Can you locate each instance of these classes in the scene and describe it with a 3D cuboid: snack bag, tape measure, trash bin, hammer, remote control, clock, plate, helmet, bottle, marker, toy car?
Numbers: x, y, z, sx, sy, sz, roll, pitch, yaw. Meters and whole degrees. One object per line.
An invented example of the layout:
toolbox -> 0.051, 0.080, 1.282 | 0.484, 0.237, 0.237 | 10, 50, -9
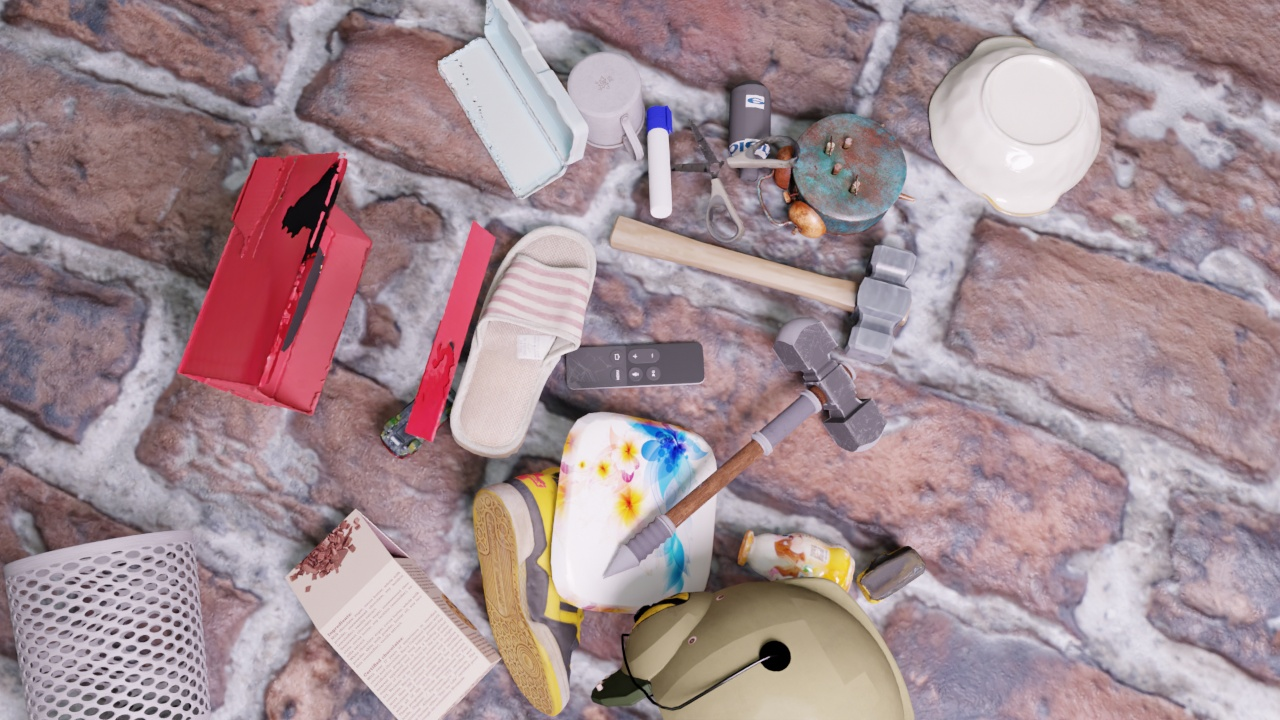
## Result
snack bag -> -0.244, 0.252, 0.895 | 0.206, 0.070, 0.094 | 44, 82, 9
tape measure -> 0.243, 0.208, 0.898 | 0.065, 0.064, 0.037 | -34, 72, 3
trash bin -> -0.491, 0.266, 0.857 | 0.156, 0.156, 0.183 | -13, 80, -2
hammer -> 0.125, -0.095, 0.977 | 0.323, 0.051, 0.117 | 16, 79, 7
remote control -> -0.006, 0.006, 0.975 | 0.146, 0.008, 0.045 | -3, 78, 1
hammer -> 0.089, 0.103, 0.885 | 0.321, 0.043, 0.156 | -38, 99, -18
clock -> 0.203, -0.193, 0.981 | 0.157, 0.073, 0.121 | -18, 78, -2
plate -> 0.003, 0.149, 0.884 | 0.186, 0.016, 0.186 | 14, 75, -34
helmet -> 0.107, 0.297, 0.773 | 0.233, 0.256, 0.250 | -30, 81, -2
bottle -> 0.152, 0.199, 0.902 | 0.109, 0.063, 0.063 | 18, 79, 6
marker -> 0.022, -0.218, 0.999 | 0.027, 0.023, 0.133 | -12, 63, 21
toy car -> -0.227, 0.062, 0.952 | 0.042, 0.036, 0.091 | 43, 70, 2
bottle -> 0.120, -0.251, 1.008 | 0.047, 0.047, 0.112 | 3, 78, 2

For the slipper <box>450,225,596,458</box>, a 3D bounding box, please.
slipper -> -0.119, -0.026, 0.953 | 0.115, 0.052, 0.262 | 20, 74, 2

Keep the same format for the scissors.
scissors -> 0.093, -0.201, 0.974 | 0.158, 0.012, 0.170 | -20, 67, 19

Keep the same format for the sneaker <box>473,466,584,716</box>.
sneaker -> -0.080, 0.215, 0.896 | 0.121, 0.086, 0.239 | -21, 109, -39

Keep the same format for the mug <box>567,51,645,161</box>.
mug -> -0.030, -0.274, 1.005 | 0.084, 0.070, 0.113 | -32, 77, -6

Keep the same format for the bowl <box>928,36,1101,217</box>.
bowl -> 0.417, -0.269, 1.000 | 0.188, 0.060, 0.219 | -2, 78, 1

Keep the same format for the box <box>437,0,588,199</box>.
box -> -0.141, -0.291, 1.010 | 0.122, 0.078, 0.197 | -35, 77, 13

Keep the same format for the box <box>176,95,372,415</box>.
box -> -0.331, -0.076, 0.817 | 0.124, 0.379, 0.211 | 18, 77, -12
